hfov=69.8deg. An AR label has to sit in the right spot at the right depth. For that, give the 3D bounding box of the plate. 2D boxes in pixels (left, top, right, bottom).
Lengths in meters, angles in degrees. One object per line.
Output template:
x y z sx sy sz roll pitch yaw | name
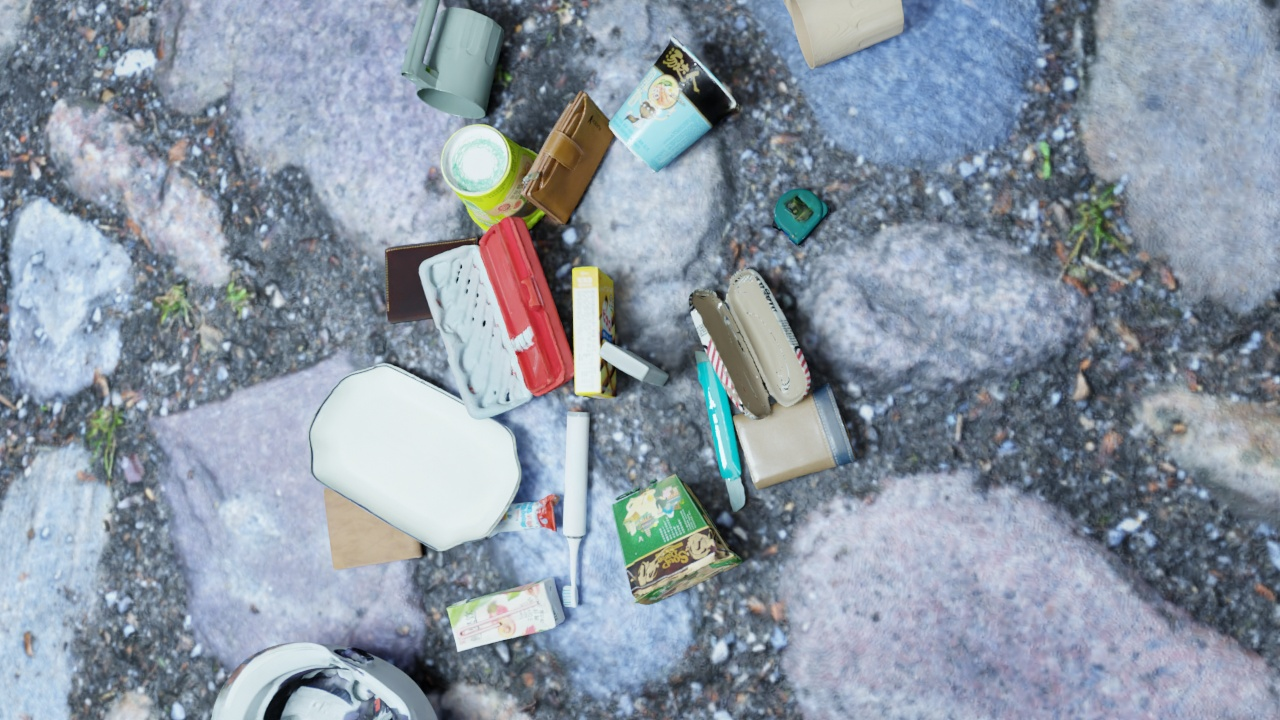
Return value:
-0.260 0.111 1.063 0.266 0.034 0.161 25 76 14 | plate

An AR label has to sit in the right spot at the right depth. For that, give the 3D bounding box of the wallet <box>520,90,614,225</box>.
-0.083 -0.229 1.034 0.035 0.119 0.130 30 91 18 | wallet

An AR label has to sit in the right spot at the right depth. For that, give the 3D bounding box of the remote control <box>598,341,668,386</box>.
-0.006 0.006 0.989 0.056 0.135 0.019 31 92 11 | remote control

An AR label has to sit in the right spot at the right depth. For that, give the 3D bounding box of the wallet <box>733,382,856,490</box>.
0.168 0.084 1.004 0.115 0.033 0.090 -19 79 9 | wallet

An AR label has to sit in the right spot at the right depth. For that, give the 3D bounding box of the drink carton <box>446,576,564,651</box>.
-0.153 0.287 1.037 0.122 0.045 0.053 -17 83 9 | drink carton

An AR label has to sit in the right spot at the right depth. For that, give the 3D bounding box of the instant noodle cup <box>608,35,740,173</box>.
0.032 -0.278 1.029 0.120 0.111 0.111 -44 79 11 | instant noodle cup

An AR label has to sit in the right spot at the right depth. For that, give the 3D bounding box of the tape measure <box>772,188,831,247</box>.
0.177 -0.164 1.027 0.054 0.025 0.058 43 92 10 | tape measure

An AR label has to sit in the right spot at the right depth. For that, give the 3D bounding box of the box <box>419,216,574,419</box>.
-0.160 -0.047 1.044 0.158 0.069 0.201 -24 81 23 | box

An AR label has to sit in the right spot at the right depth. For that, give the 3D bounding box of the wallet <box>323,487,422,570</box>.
-0.318 0.191 1.090 0.115 0.020 0.101 -10 82 11 | wallet

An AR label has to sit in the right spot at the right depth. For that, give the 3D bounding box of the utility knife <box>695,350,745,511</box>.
0.091 0.077 1.027 0.029 0.013 0.185 -13 81 12 | utility knife

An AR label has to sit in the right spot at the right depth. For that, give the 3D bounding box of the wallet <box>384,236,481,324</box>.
-0.249 -0.097 1.104 0.122 0.020 0.096 -6 80 10 | wallet

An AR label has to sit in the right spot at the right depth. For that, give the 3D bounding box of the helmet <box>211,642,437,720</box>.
-0.324 0.421 1.006 0.259 0.146 0.229 25 88 20 | helmet

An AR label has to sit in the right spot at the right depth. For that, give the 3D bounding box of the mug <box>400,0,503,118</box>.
-0.221 -0.355 1.071 0.084 0.124 0.103 12 84 29 | mug

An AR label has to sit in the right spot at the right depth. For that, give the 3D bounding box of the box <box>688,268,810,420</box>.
0.120 -0.022 0.992 0.086 0.075 0.162 -37 66 30 | box

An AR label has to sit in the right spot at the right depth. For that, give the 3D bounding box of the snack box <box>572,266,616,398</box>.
-0.051 -0.029 1.025 0.034 0.087 0.140 -5 84 9 | snack box

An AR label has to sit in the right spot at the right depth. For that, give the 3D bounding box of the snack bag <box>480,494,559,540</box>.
-0.141 0.179 1.054 0.105 0.026 0.045 -8 87 12 | snack bag

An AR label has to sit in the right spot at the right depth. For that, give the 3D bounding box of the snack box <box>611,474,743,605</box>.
0.032 0.189 0.987 0.118 0.117 0.105 -25 69 4 | snack box

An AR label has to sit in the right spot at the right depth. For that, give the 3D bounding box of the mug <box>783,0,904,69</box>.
0.222 -0.395 1.020 0.103 0.084 0.124 -19 55 7 | mug

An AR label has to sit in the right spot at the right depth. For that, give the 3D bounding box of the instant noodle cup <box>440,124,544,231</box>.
-0.169 -0.210 1.045 0.112 0.123 0.111 -1 85 10 | instant noodle cup

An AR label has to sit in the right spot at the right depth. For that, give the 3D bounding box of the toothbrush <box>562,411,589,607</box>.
-0.074 0.169 1.043 0.026 0.026 0.221 0 85 21 | toothbrush
